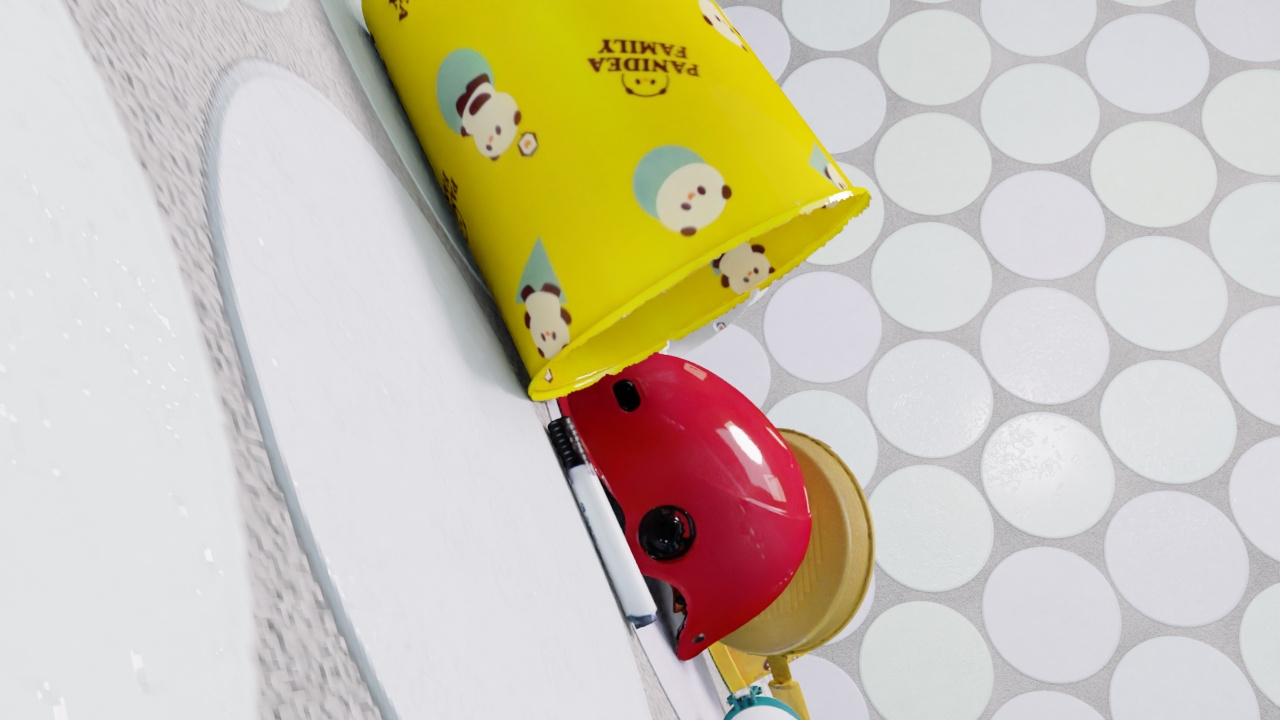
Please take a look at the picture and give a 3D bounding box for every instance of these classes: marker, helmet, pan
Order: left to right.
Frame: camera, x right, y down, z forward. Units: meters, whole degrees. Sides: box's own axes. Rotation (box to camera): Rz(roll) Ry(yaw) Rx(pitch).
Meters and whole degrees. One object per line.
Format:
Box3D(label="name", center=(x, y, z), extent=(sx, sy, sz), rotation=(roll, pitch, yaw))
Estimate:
Box3D(label="marker", center=(-0.023, 0.093, 0.537), extent=(0.023, 0.018, 0.130), rotation=(96, -29, -75))
Box3D(label="helmet", center=(0.045, 0.086, 0.705), extent=(0.206, 0.144, 0.240), rotation=(-103, 167, -71))
Box3D(label="pan", center=(0.121, 0.237, 0.800), extent=(0.078, 0.198, 0.357), rotation=(10, 74, -48))

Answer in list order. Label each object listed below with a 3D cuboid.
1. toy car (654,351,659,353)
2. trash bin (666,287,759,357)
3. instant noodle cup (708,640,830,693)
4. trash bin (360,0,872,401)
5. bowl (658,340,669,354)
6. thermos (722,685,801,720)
Box3D(label="toy car", center=(-0.005, 0.005, 0.775), extent=(0.106, 0.049, 0.031), rotation=(72, -4, -64))
Box3D(label="trash bin", center=(-0.006, -0.143, 1.202), extent=(0.251, 0.229, 0.229), rotation=(60, 0, 18))
Box3D(label="instant noodle cup", center=(0.124, 0.267, 0.947), extent=(0.118, 0.114, 0.118), rotation=(-21, 86, -89))
Box3D(label="trash bin", center=(-0.027, -0.141, 0.558), extent=(0.255, 0.229, 0.229), rotation=(60, 1, 7))
Box3D(label="bowl", center=(-0.011, -0.014, 0.944), extent=(0.113, 0.062, 0.113), rotation=(38, 23, -20))
Box3D(label="thermos", center=(0.076, 0.248, 0.534), extent=(0.224, 0.073, 0.073), rotation=(54, 12, -83))
